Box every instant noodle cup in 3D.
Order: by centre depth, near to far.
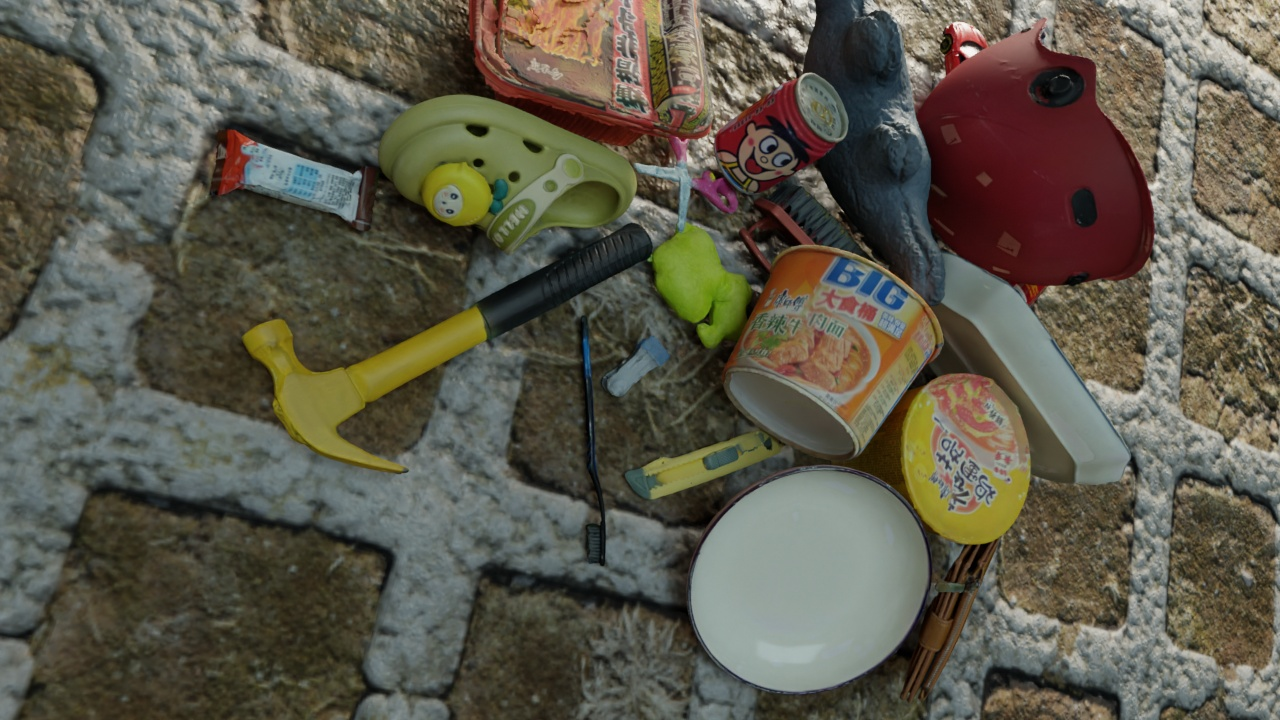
[{"bbox_3d":[-0.045,-0.235,0.680,0.188,0.079,0.164,9,64,-27],"label":"instant noodle cup"},{"bbox_3d":[0.141,0.000,0.717,0.151,0.152,0.111,40,71,-16],"label":"instant noodle cup"},{"bbox_3d":[0.237,0.084,0.771,0.138,0.110,0.138,4,81,-26],"label":"instant noodle cup"}]

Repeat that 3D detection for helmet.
[{"bbox_3d":[0.320,-0.158,0.801,0.144,0.207,0.239,-17,48,6],"label":"helmet"}]

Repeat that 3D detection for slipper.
[{"bbox_3d":[-0.085,-0.121,0.643,0.190,0.092,0.081,8,54,-31],"label":"slipper"}]

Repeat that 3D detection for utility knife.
[{"bbox_3d":[0.071,0.076,0.746,0.189,0.020,0.031,-16,95,-32],"label":"utility knife"}]

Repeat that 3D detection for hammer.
[{"bbox_3d":[-0.114,-0.026,0.654,0.300,0.033,0.129,-31,97,-27],"label":"hammer"}]

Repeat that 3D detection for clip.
[{"bbox_3d":[-0.006,0.006,0.712,0.058,0.043,0.027,-39,103,-18],"label":"clip"}]

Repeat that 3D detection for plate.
[{"bbox_3d":[0.127,0.166,0.712,0.192,0.039,0.192,-2,106,-7],"label":"plate"},{"bbox_3d":[0.308,0.016,0.795,0.034,0.162,0.266,-43,104,-10],"label":"plate"}]

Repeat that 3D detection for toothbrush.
[{"bbox_3d":[-0.039,0.059,0.691,0.016,0.014,0.189,-4,83,-3],"label":"toothbrush"}]

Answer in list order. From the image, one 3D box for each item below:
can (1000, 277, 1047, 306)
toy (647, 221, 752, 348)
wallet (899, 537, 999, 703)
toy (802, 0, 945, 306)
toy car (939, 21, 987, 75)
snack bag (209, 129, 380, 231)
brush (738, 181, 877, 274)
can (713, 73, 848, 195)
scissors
[{"bbox_3d":[0.364,-0.078,0.890,0.132,0.053,0.053,-41,101,-26],"label":"can"},{"bbox_3d":[0.050,-0.060,0.742,0.100,0.031,0.096,17,74,-27],"label":"toy"},{"bbox_3d":[0.253,0.209,0.748,0.118,0.035,0.131,-8,119,-58],"label":"wallet"},{"bbox_3d":[0.190,-0.206,0.775,0.091,0.138,0.356,-14,81,5],"label":"toy"},{"bbox_3d":[0.328,-0.289,0.917,0.049,0.031,0.106,2,80,-28],"label":"toy car"},{"bbox_3d":[-0.230,-0.120,0.613,0.104,0.026,0.048,10,84,-26],"label":"snack bag"},{"bbox_3d":[0.152,-0.081,0.785,0.146,0.063,0.069,42,97,-17],"label":"brush"},{"bbox_3d":[0.114,-0.184,0.750,0.066,0.094,0.066,17,62,-35],"label":"can"},{"bbox_3d":[0.035,-0.154,0.736,0.133,0.017,0.130,-3,72,-51],"label":"scissors"}]
